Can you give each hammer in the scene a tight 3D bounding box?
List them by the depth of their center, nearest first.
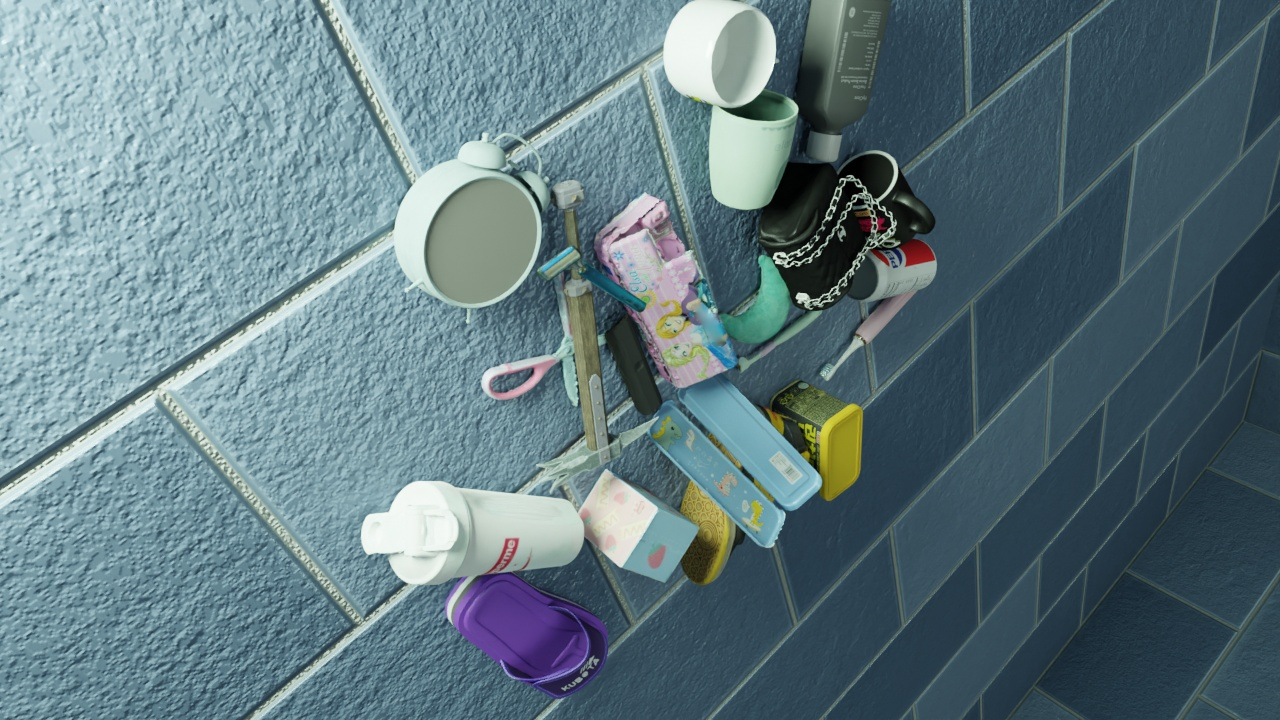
[{"bbox_3d":[-0.051,-0.027,0.901,0.146,0.028,0.317,-24,128,-27],"label":"hammer"}]

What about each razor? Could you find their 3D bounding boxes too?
[{"bbox_3d":[-0.038,-0.073,0.852,0.042,0.022,0.143,-32,151,22],"label":"razor"}]

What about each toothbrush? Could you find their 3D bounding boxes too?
[{"bbox_3d":[0.177,-0.029,1.156,0.154,0.015,0.022,-33,134,-27],"label":"toothbrush"},{"bbox_3d":[0.325,-0.051,1.278,0.222,0.026,0.027,-44,156,-16],"label":"toothbrush"}]

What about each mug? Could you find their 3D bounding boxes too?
[{"bbox_3d":[0.081,-0.292,0.872,0.115,0.068,0.094,-11,120,-40],"label":"mug"},{"bbox_3d":[0.116,-0.222,0.946,0.111,0.084,0.104,-58,159,-47],"label":"mug"},{"bbox_3d":[0.301,-0.186,1.107,0.082,0.118,0.098,-56,138,-3],"label":"mug"}]

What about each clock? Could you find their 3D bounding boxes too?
[{"bbox_3d":[-0.137,-0.117,0.779,0.122,0.045,0.159,30,92,-49],"label":"clock"}]

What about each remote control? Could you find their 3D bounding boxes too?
[{"bbox_3d":[-0.006,0.006,0.991,0.033,0.015,0.147,-44,141,-20],"label":"remote control"}]

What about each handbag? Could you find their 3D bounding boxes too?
[{"bbox_3d":[0.209,-0.134,1.039,0.125,0.115,0.154,-64,144,-20],"label":"handbag"}]

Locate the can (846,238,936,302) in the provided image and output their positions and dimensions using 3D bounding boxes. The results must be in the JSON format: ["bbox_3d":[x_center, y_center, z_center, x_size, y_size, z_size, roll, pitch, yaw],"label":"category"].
[{"bbox_3d":[0.325,-0.119,1.206,0.131,0.070,0.070,-14,122,-39],"label":"can"}]

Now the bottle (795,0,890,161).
[{"bbox_3d":[0.215,-0.308,1.008,0.083,0.046,0.174,-14,122,-39],"label":"bottle"}]

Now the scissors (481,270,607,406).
[{"bbox_3d":[-0.083,-0.021,0.910,0.170,0.013,0.177,-16,124,-37],"label":"scissors"}]

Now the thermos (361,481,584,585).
[{"bbox_3d":[-0.151,0.166,0.895,0.220,0.099,0.099,12,104,-51],"label":"thermos"}]

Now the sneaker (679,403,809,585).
[{"bbox_3d":[0.132,0.169,1.170,0.122,0.086,0.239,10,102,-42],"label":"sneaker"}]

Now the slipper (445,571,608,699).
[{"bbox_3d":[-0.106,0.319,1.030,0.107,0.084,0.266,-50,138,-10],"label":"slipper"}]

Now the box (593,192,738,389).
[{"bbox_3d":[0.036,-0.059,0.960,0.084,0.071,0.230,-45,137,-16],"label":"box"}]

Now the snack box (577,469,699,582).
[{"bbox_3d":[-0.006,0.189,1.044,0.093,0.095,0.079,34,87,-49],"label":"snack box"}]

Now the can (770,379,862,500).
[{"bbox_3d":[0.231,0.103,1.219,0.072,0.101,0.131,-30,131,-29],"label":"can"}]

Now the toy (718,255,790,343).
[{"bbox_3d":[0.141,-0.066,1.091,0.085,0.033,0.105,38,82,-34],"label":"toy"}]

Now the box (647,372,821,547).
[{"bbox_3d":[0.109,0.112,1.075,0.209,0.043,0.124,45,77,-9],"label":"box"}]
